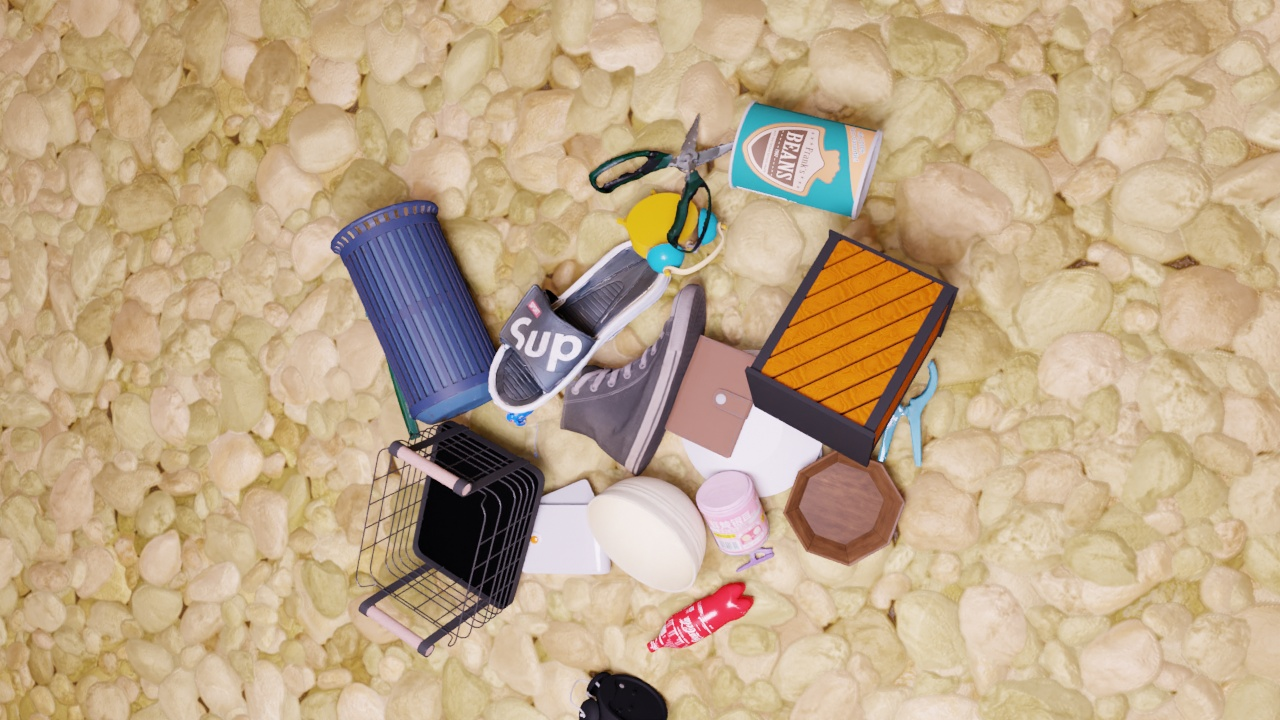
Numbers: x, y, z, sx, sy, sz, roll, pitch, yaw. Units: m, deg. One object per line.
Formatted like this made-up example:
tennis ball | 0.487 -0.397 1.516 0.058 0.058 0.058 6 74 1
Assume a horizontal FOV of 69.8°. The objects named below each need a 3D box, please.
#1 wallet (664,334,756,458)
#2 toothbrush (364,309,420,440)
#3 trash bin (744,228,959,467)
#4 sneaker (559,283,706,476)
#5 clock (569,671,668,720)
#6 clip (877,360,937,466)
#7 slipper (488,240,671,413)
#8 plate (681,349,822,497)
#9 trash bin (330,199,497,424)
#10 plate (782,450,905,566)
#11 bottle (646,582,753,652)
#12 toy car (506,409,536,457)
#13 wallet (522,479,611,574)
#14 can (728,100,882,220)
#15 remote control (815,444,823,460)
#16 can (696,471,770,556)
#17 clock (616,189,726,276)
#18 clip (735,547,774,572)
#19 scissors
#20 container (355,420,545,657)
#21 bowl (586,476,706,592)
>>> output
wallet | 0.086 0.041 1.051 0.087 0.013 0.121 23 98 20
toothbrush | -0.328 0.014 1.211 0.016 0.017 0.189 -21 86 15
trash bin | 0.218 -0.009 0.960 0.140 0.140 0.171 29 80 18
sneaker | -0.006 0.006 1.085 0.120 0.095 0.235 26 105 14
clock | -0.028 0.418 1.100 0.121 0.091 0.043 24 108 0
clip | 0.315 0.054 1.027 0.120 0.030 0.130 -13 88 11
slipper | -0.080 -0.051 1.069 0.263 0.063 0.111 -39 59 -9
plate | 0.123 0.074 1.065 0.174 0.036 0.174 0 90 21
trash bin | -0.266 -0.054 1.131 0.139 0.139 0.249 -26 86 15
plate | 0.229 0.165 1.042 0.131 0.025 0.131 0 96 4
bottle | 0.068 0.311 1.093 0.142 0.042 0.042 -33 83 14
toy car | -0.130 0.065 1.145 0.062 0.033 0.092 34 100 19
wallet | -0.097 0.205 1.141 0.118 0.037 0.115 -2 92 13
can | 0.182 -0.222 1.017 0.144 0.099 0.099 18 96 15
remote control | 0.194 0.090 1.066 0.033 0.013 0.136 -4 90 16
can | 0.106 0.175 1.051 0.067 0.067 0.076 -16 121 16
clock | 0.036 -0.149 1.072 0.099 0.044 0.129 -41 58 -15
clip | 0.133 0.231 1.089 0.050 0.013 0.029 -18 88 13
scissors | 0.029 -0.197 1.063 0.202 0.015 0.205 -16 56 23
container | -0.234 0.206 1.096 0.163 0.130 0.242 26 114 22
bowl | 0.019 0.191 1.072 0.151 0.075 0.151 26 141 23
